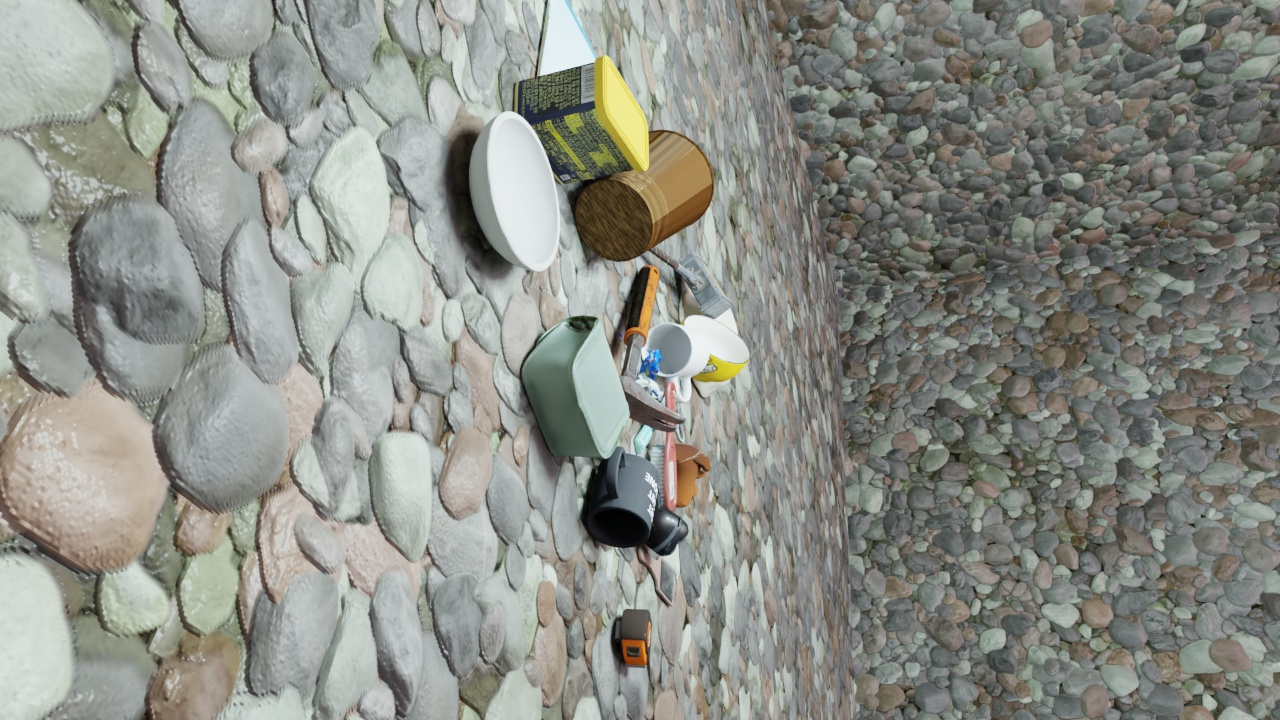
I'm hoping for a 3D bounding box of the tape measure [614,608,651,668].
[{"bbox_3d":[-0.009,0.312,1.041,0.059,0.038,0.058,79,14,-58],"label":"tape measure"}]

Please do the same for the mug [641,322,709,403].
[{"bbox_3d":[0.052,0.005,1.280,0.090,0.074,0.110,5,78,-71],"label":"mug"}]

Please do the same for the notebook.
[{"bbox_3d":[-0.067,-0.326,1.161,0.253,0.009,0.180,55,34,-54],"label":"notebook"}]

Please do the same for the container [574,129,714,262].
[{"bbox_3d":[0.001,-0.198,1.128,0.166,0.132,0.132,-49,129,-54],"label":"container"}]

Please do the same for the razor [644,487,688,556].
[{"bbox_3d":[0.017,0.179,1.122,0.052,0.064,0.141,-75,152,-51],"label":"razor"}]

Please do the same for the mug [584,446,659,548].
[{"bbox_3d":[-0.021,0.142,1.002,0.077,0.071,0.105,-77,163,-47],"label":"mug"}]

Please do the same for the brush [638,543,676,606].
[{"bbox_3d":[0.025,0.272,1.188,0.136,0.015,0.049,60,28,-49],"label":"brush"}]

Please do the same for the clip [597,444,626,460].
[{"bbox_3d":[-0.041,0.101,1.043,0.076,0.042,0.023,50,35,-60],"label":"clip"}]

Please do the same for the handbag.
[{"bbox_3d":[-0.063,0.031,0.939,0.105,0.067,0.122,-58,137,-49],"label":"handbag"}]

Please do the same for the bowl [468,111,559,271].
[{"bbox_3d":[-0.125,-0.155,0.866,0.149,0.043,0.149,-7,90,-72],"label":"bowl"}]

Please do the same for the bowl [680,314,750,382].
[{"bbox_3d":[0.102,-0.009,1.412,0.068,0.117,0.117,-59,-179,29],"label":"bowl"}]

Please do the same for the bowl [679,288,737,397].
[{"bbox_3d":[0.125,-0.033,1.538,0.219,0.060,0.188,58,30,-52],"label":"bowl"}]

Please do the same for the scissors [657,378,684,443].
[{"bbox_3d":[0.047,0.049,1.346,0.158,0.014,0.141,48,31,-51],"label":"scissors"}]

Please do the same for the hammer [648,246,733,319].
[{"bbox_3d":[0.041,-0.146,1.342,0.098,0.044,0.321,60,16,25],"label":"hammer"}]

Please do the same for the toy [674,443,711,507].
[{"bbox_3d":[0.046,0.160,1.268,0.102,0.071,0.090,4,91,-48],"label":"toy"}]

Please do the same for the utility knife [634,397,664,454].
[{"bbox_3d":[0.023,0.075,1.244,0.165,0.015,0.022,-54,132,-57],"label":"utility knife"}]

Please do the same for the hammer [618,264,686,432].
[{"bbox_3d":[0.006,-0.030,1.159,0.137,0.035,0.313,37,30,-16],"label":"hammer"}]

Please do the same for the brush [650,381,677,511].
[{"bbox_3d":[0.030,0.113,1.212,0.041,0.030,0.172,-4,95,-70],"label":"brush"}]

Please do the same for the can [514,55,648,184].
[{"bbox_3d":[-0.062,-0.255,0.997,0.135,0.104,0.075,42,44,-63],"label":"can"}]

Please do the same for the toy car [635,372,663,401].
[{"bbox_3d":[0.002,0.041,1.164,0.027,0.039,0.089,66,12,22],"label":"toy car"}]

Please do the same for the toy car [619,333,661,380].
[{"bbox_3d":[-0.007,0.008,1.207,0.033,0.062,0.092,-76,-179,-53],"label":"toy car"}]
